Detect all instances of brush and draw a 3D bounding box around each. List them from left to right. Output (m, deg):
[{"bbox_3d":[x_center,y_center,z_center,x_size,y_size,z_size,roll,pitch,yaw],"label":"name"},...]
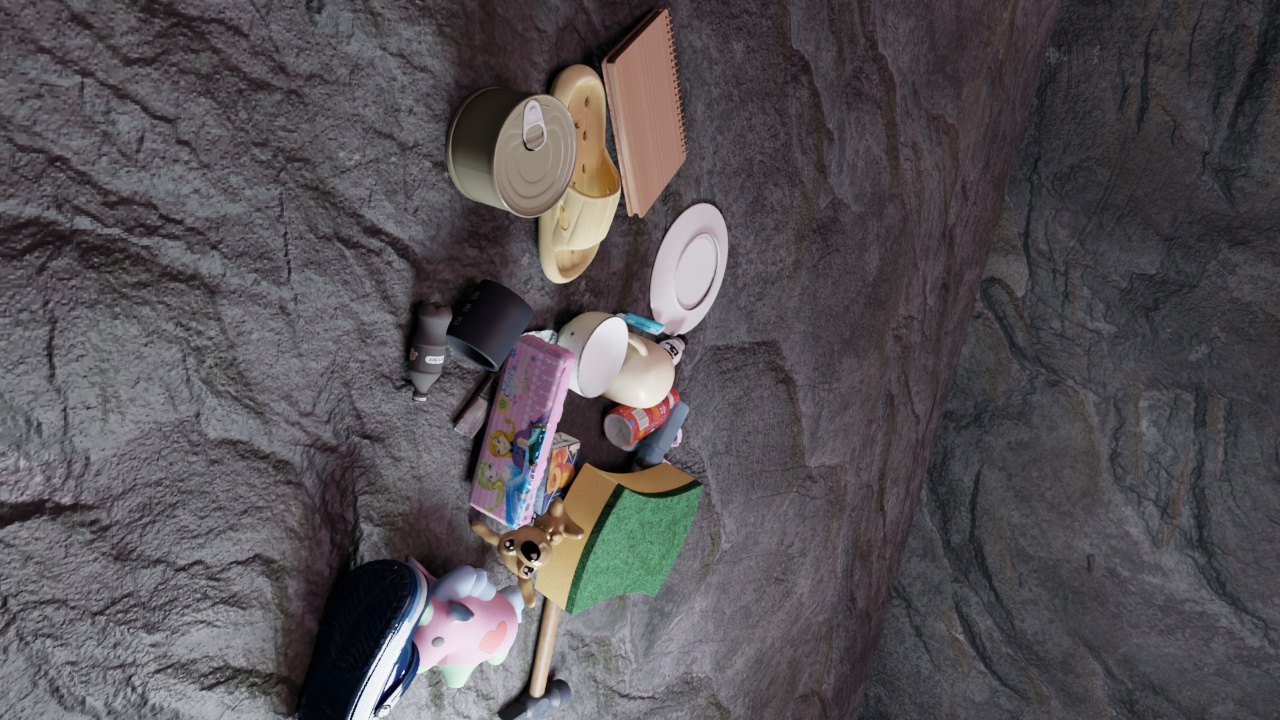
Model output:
[{"bbox_3d":[-0.176,0.031,1.117,0.151,0.012,0.039,-57,147,-20],"label":"brush"},{"bbox_3d":[-0.026,0.251,1.330,0.249,0.075,0.195,9,106,-57],"label":"brush"}]

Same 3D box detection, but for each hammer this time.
[{"bbox_3d":[-0.136,0.391,1.367,0.129,0.040,0.322,-5,111,-51],"label":"hammer"}]

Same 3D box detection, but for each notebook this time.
[{"bbox_3d":[0.013,-0.315,1.164,0.168,0.022,0.211,-58,149,-41],"label":"notebook"}]

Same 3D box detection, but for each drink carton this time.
[{"bbox_3d":[-0.123,0.168,1.250,0.064,0.040,0.130,-12,118,-53],"label":"drink carton"}]

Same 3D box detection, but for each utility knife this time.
[{"bbox_3d":[-0.004,-0.055,1.327,0.022,0.015,0.124,-34,155,24],"label":"utility knife"}]

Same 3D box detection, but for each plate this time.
[{"bbox_3d":[0.082,-0.137,1.409,0.208,0.015,0.209,-33,133,-44],"label":"plate"}]

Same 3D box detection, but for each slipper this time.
[{"bbox_3d":[-0.299,0.329,1.016,0.095,0.105,0.253,16,103,-50],"label":"slipper"},{"bbox_3d":[-0.061,-0.214,1.092,0.111,0.079,0.262,-31,131,-50],"label":"slipper"}]

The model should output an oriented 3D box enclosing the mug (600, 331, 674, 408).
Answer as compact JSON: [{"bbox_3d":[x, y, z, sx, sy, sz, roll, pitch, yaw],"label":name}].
[{"bbox_3d":[-0.008,0.007,1.275,0.096,0.100,0.120,-47,142,-32],"label":"mug"}]

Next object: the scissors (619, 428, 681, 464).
[{"bbox_3d":[0.018,0.125,1.468,0.179,0.016,0.105,41,73,-53],"label":"scissors"}]

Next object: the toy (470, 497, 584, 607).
[{"bbox_3d":[-0.133,0.230,1.169,0.108,0.106,0.134,-36,93,-20],"label":"toy"}]

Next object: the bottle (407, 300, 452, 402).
[{"bbox_3d":[-0.230,-0.008,0.990,0.036,0.036,0.110,-4,111,-56],"label":"bottle"}]

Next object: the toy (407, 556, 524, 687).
[{"bbox_3d":[-0.214,0.317,1.143,0.221,0.120,0.171,-11,126,-53],"label":"toy"}]

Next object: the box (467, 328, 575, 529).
[{"bbox_3d":[-0.130,0.080,1.133,0.105,0.086,0.231,-12,122,-62],"label":"box"}]

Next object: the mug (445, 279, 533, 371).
[{"bbox_3d":[-0.171,-0.034,1.046,0.077,0.071,0.105,-59,173,-17],"label":"mug"}]

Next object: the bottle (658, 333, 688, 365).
[{"bbox_3d":[0.032,-0.001,1.386,0.115,0.041,0.041,-44,140,-35],"label":"bottle"}]

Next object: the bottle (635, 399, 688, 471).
[{"bbox_3d":[0.032,0.122,1.437,0.130,0.040,0.040,-63,148,-13],"label":"bottle"}]

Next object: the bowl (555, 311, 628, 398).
[{"bbox_3d":[-0.072,-0.014,1.196,0.113,0.063,0.114,-43,144,-42],"label":"bowl"}]

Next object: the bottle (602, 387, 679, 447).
[{"bbox_3d":[0.007,0.078,1.375,0.137,0.062,0.062,-28,130,-46],"label":"bottle"}]

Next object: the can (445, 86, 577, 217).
[{"bbox_3d":[-0.136,-0.222,0.975,0.127,0.073,0.128,-33,133,-44],"label":"can"}]
